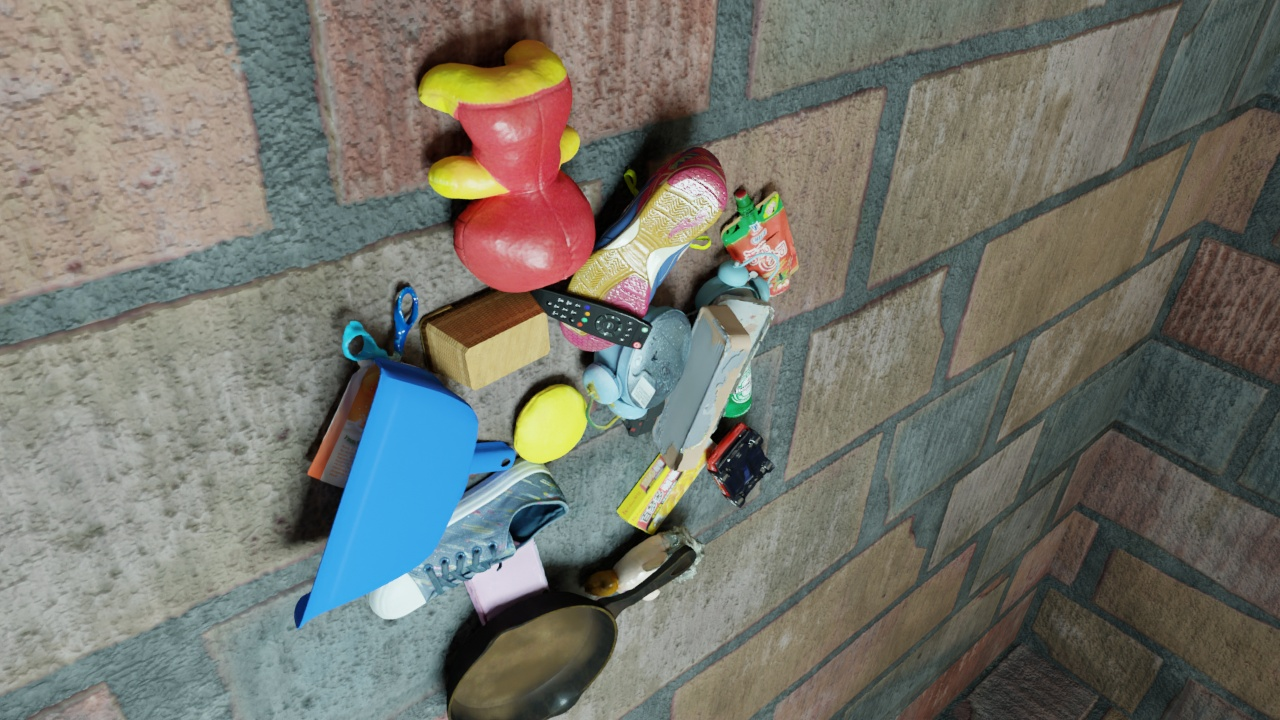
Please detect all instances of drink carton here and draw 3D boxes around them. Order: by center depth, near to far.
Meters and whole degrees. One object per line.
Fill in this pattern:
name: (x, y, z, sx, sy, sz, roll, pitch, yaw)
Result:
drink carton: (-0.248, 0.052, 0.827, 0.069, 0.039, 0.122, 21, 95, -53)

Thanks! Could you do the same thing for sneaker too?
sneaker: (0.004, -0.109, 0.929, 0.116, 0.091, 0.242, 31, 119, -21)
sneaker: (-0.177, 0.194, 0.969, 0.235, 0.079, 0.087, -37, 140, -22)

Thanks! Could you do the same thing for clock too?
clock: (-0.006, 0.006, 1.008, 0.162, 0.060, 0.118, -58, 148, -10)
clock: (0.115, -0.080, 1.081, 0.123, 0.042, 0.087, -44, 140, 19)

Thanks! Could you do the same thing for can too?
can: (0.116, 0.026, 1.179, 0.053, 0.053, 0.101, -34, 139, -25)

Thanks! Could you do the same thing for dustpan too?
dustpan: (-0.197, 0.111, 0.872, 0.257, 0.059, 0.246, 2, 113, -57)

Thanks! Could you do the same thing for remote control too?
remote control: (-0.051, -0.045, 0.914, 0.124, 0.010, 0.039, 20, 128, -9)

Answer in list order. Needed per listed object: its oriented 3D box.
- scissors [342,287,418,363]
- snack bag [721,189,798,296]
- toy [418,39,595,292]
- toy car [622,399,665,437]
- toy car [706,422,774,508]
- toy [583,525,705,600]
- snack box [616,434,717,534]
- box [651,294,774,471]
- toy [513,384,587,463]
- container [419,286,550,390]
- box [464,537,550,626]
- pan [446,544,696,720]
scissors: (-0.211, -0.007, 0.816, 0.103, 0.015, 0.134, -57, 147, -25)
snack bag: (0.140, -0.143, 1.095, 0.087, 0.044, 0.155, -35, 134, -6)
toy: (-0.103, -0.150, 0.777, 0.147, 0.099, 0.217, -24, 129, -23)
toy car: (0.007, 0.055, 1.098, 0.042, 0.036, 0.092, -20, 131, -37)
toy car: (0.136, 0.146, 1.282, 0.081, 0.056, 0.189, -49, 154, -9)
toy: (0.009, 0.280, 1.228, 0.175, 0.076, 0.133, -19, 161, -16)
snack box: (0.037, 0.157, 1.217, 0.152, 0.025, 0.075, -53, 144, -3)
box: (0.082, 0.032, 1.078, 0.095, 0.107, 0.217, 14, 128, -9)
toy: (-0.097, 0.069, 0.993, 0.094, 0.041, 0.096, 3, 114, -46)
container: (-0.139, -0.022, 0.858, 0.113, 0.061, 0.063, -29, 136, -30)
box: (-0.151, 0.290, 1.100, 0.097, 0.046, 0.233, -34, 139, -27)
pan: (-0.084, 0.331, 1.129, 0.355, 0.043, 0.249, -35, 139, -10)
